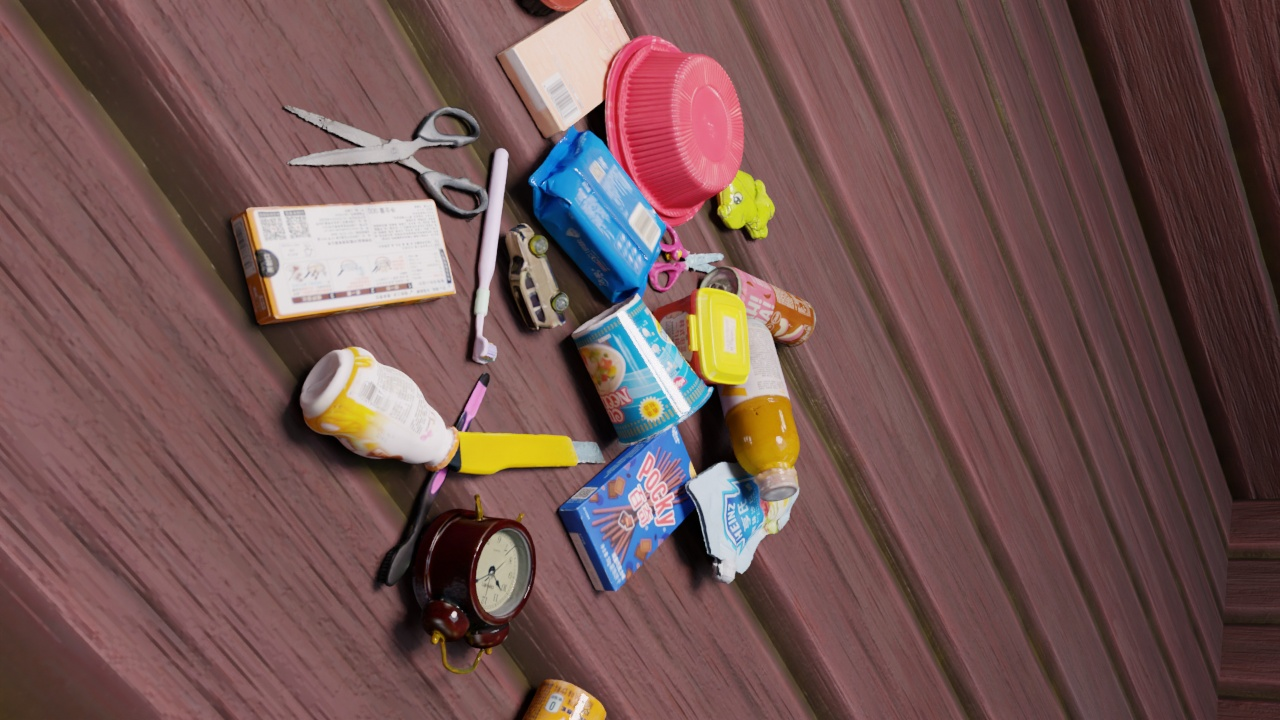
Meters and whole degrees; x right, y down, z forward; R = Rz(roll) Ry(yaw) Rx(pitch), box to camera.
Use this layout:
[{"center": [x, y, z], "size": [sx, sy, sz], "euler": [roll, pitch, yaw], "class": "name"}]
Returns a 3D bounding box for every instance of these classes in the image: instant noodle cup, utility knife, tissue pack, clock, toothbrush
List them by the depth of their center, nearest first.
[{"center": [-0.121, 0.162, 0.662], "size": [0.082, 0.055, 0.121], "euler": [39, 56, -53], "class": "clock"}, {"center": [-0.152, 0.084, 0.690], "size": [0.014, 0.018, 0.188], "euler": [46, 47, -32], "class": "toothbrush"}, {"center": [-0.091, 0.077, 0.750], "size": [0.192, 0.015, 0.033], "euler": [9, 75, -53], "class": "utility knife"}, {"center": [-0.122, -0.090, 0.756], "size": [0.021, 0.029, 0.189], "euler": [5, 73, -9], "class": "toothbrush"}, {"center": [-0.005, 0.005, 0.817], "size": [0.099, 0.099, 0.110], "euler": [-40, 102, -45], "class": "instant noodle cup"}, {"center": [-0.038, -0.130, 0.834], "size": [0.157, 0.052, 0.094], "euler": [49, 47, -29], "class": "tissue pack"}, {"center": [0.046, -0.232, 0.920], "size": [0.193, 0.066, 0.194], "euler": [-2, 93, -54], "class": "instant noodle cup"}]

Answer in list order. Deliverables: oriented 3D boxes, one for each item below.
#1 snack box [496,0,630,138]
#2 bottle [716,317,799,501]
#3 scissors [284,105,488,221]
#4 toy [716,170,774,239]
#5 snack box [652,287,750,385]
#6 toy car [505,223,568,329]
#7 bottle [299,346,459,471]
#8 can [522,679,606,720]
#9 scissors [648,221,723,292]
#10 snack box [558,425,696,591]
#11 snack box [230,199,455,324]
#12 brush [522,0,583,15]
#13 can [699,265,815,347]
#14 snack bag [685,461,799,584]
[{"center": [-0.061, -0.280, 0.862], "size": [0.084, 0.026, 0.156], "euler": [59, 45, -21], "class": "snack box"}, {"center": [0.116, 0.048, 0.916], "size": [0.068, 0.068, 0.189], "euler": [24, 45, -43], "class": "bottle"}, {"center": [-0.185, -0.161, 0.710], "size": [0.159, 0.014, 0.170], "euler": [49, 51, -26], "class": "scissors"}, {"center": [0.117, -0.179, 1.035], "size": [0.100, 0.031, 0.096], "euler": [48, 50, -36], "class": "toy"}, {"center": [0.055, -0.018, 0.891], "size": [0.082, 0.080, 0.091], "euler": [8, 76, -48], "class": "snack box"}, {"center": [-0.090, -0.069, 0.768], "size": [0.035, 0.042, 0.090], "euler": [-24, 106, -26], "class": "toy car"}, {"center": [-0.176, 0.038, 0.632], "size": [0.108, 0.063, 0.063], "euler": [38, 55, -36], "class": "bottle"}, {"center": [-0.080, 0.314, 0.679], "size": [0.058, 0.058, 0.145], "euler": [52, 48, -27], "class": "can"}, {"center": [0.050, -0.094, 0.955], "size": [0.137, 0.017, 0.077], "euler": [15, 79, -52], "class": "scissors"}, {"center": [-0.003, 0.128, 0.832], "size": [0.156, 0.026, 0.084], "euler": [-38, 111, -46], "class": "snack box"}, {"center": [-0.205, -0.073, 0.653], "size": [0.153, 0.026, 0.075], "euler": [-15, 92, -49], "class": "snack box"}, {"center": [-0.057, -0.372, 0.855], "size": [0.063, 0.069, 0.145], "euler": [55, 46, -23], "class": "brush"}, {"center": [0.129, -0.057, 1.000], "size": [0.147, 0.058, 0.057], "euler": [17, 69, -45], "class": "can"}, {"center": [0.107, 0.143, 0.927], "size": [0.190, 0.039, 0.110], "euler": [-26, 110, -57], "class": "snack bag"}]
